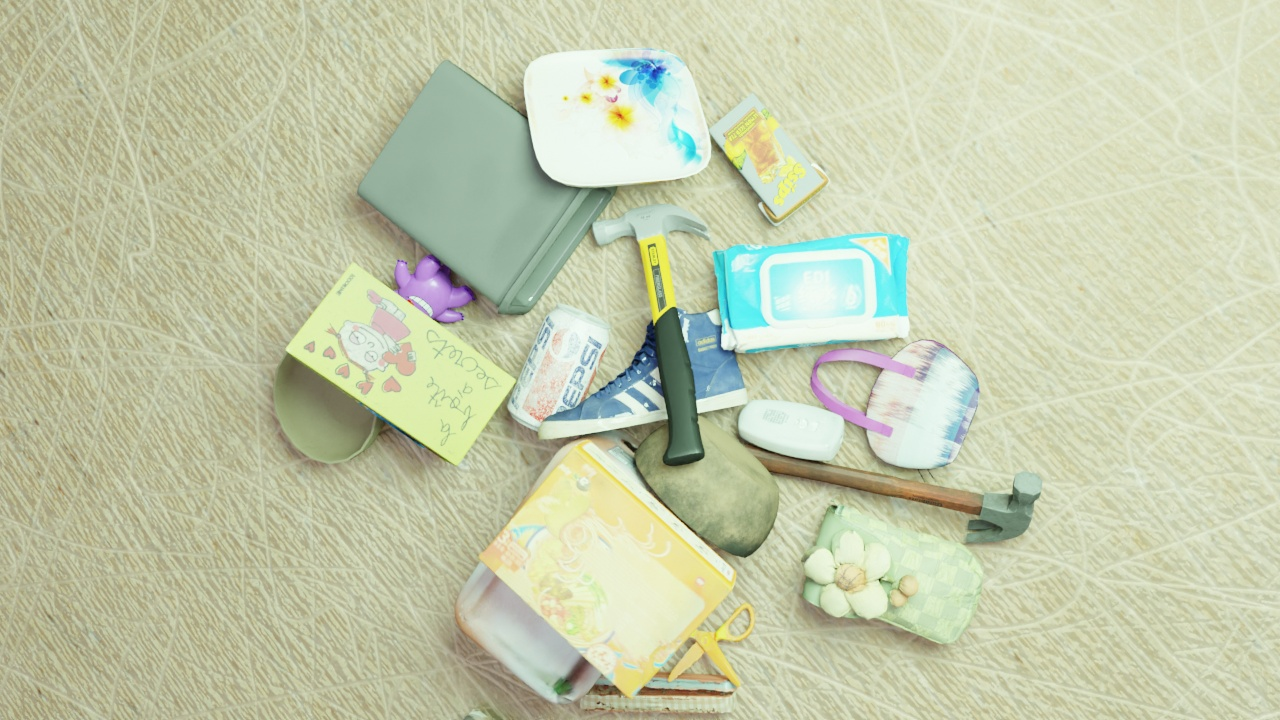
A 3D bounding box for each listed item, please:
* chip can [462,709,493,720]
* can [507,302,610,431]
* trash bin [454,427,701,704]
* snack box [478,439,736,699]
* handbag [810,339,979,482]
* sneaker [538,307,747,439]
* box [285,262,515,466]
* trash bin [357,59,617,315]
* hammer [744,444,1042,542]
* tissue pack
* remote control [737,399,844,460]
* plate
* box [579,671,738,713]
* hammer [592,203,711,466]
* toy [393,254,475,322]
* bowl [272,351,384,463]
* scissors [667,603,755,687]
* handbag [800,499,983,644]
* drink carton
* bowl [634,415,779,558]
[{"bbox_3d":[-0.117,0.493,1.070,0.229,0.079,0.080,25,97,9],"label":"chip can"},{"bbox_3d":[-0.091,0.011,1.034,0.078,0.078,0.136,25,98,9],"label":"can"},{"bbox_3d":[-0.062,0.219,1.001,0.181,0.157,0.260,37,100,7],"label":"trash bin"},{"bbox_3d":[-0.029,0.194,0.872,0.195,0.080,0.145,41,98,6],"label":"snack box"},{"bbox_3d":[0.264,0.039,0.977,0.170,0.068,0.145,21,102,16],"label":"handbag"},{"bbox_3d":[-0.004,0.006,0.990,0.233,0.091,0.118,-10,90,-8],"label":"sneaker"},{"bbox_3d":[-0.263,0.008,1.016,0.221,0.082,0.124,39,75,-12],"label":"box"},{"bbox_3d":[-0.171,-0.191,1.030,0.220,0.097,0.192,38,99,8],"label":"trash bin"},{"bbox_3d":[0.255,0.132,0.975,0.301,0.111,0.028,10,52,19],"label":"hammer"},{"bbox_3d":[0.185,-0.072,0.972,0.209,0.066,0.117,-5,89,1],"label":"tissue pack"},{"bbox_3d":[0.161,0.073,0.992,0.114,0.028,0.060,10,51,26],"label":"remote control"},{"bbox_3d":[-0.026,-0.258,0.979,0.187,0.016,0.186,-6,63,-10],"label":"plate"},{"bbox_3d":[0.019,0.383,1.051,0.187,0.060,0.057,-2,49,12],"label":"box"},{"bbox_3d":[0.027,-0.038,0.946,0.127,0.029,0.323,-15,55,9],"label":"hammer"},{"bbox_3d":[-0.250,-0.079,1.072,0.088,0.056,0.106,-39,120,9],"label":"toy"},{"bbox_3d":[-0.362,0.044,1.096,0.152,0.050,0.152,3,99,21],"label":"bowl"},{"bbox_3d":[0.073,0.314,1.037,0.125,0.011,0.130,-44,66,-9],"label":"scissors"},{"bbox_3d":[0.261,0.226,0.957,0.186,0.116,0.113,16,96,12],"label":"handbag"},{"bbox_3d":[0.137,-0.216,0.990,0.076,0.048,0.125,-38,86,11],"label":"drink carton"},{"bbox_3d":[0.077,0.121,0.948,0.162,0.162,0.070,42,100,6],"label":"bowl"}]
